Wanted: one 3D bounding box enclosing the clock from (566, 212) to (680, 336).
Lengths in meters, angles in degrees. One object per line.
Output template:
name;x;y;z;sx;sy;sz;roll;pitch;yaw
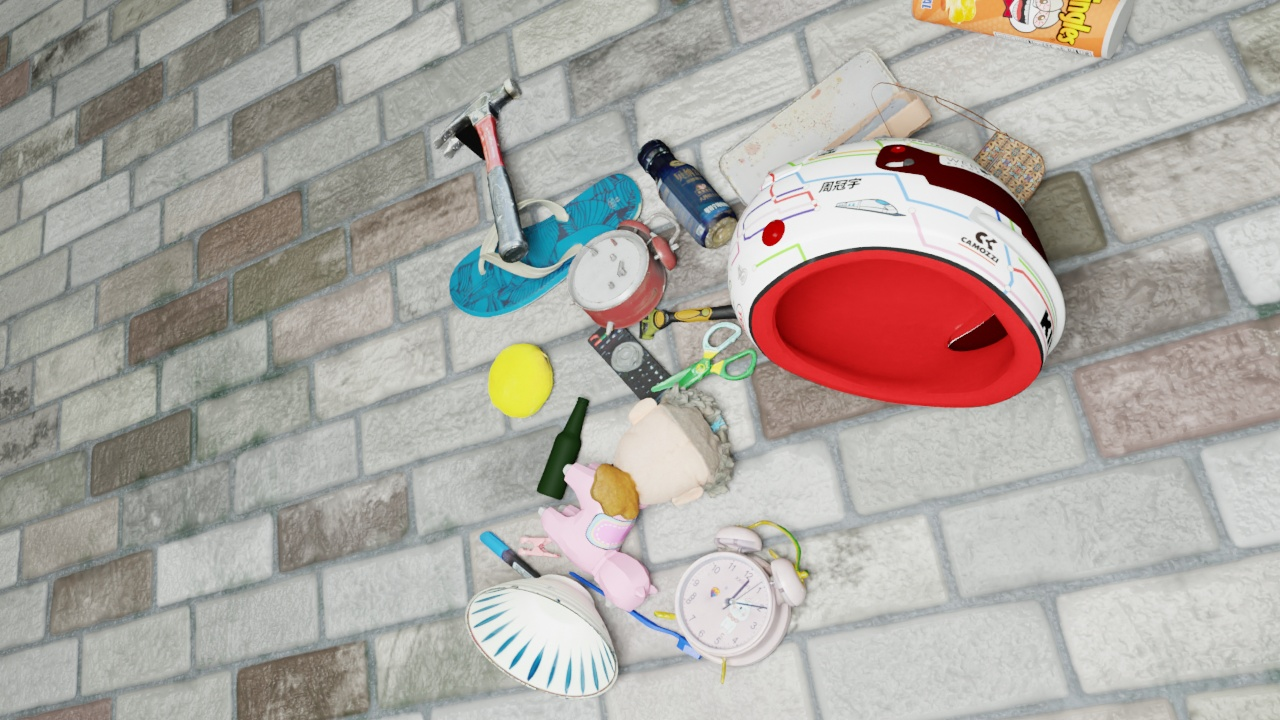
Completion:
clock;-0.019;-0.115;1.093;0.156;0.062;0.110;-49;52;-2

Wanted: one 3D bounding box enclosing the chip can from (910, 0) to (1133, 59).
chip can;0.398;-0.373;0.971;0.210;0.062;0.062;26;87;29

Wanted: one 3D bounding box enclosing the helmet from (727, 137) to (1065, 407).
helmet;0.241;-0.095;0.873;0.315;0.231;0.235;7;47;29

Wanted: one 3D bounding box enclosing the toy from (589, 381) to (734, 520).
toy;0.022;0.108;0.985;0.175;0.076;0.132;-30;82;-20

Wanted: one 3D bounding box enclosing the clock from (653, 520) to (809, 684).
clock;0.102;0.236;0.938;0.117;0.059;0.158;39;87;29

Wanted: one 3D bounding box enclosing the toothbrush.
toothbrush;-0.009;0.279;1.012;0.187;0.016;0.011;22;88;31

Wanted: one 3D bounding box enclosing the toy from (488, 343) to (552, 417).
toy;-0.150;0.024;1.138;0.094;0.041;0.095;-39;63;17

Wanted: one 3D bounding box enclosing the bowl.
bowl;-0.097;0.285;1.003;0.178;0.177;0.070;-3;34;25

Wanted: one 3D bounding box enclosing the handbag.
handbag;0.316;-0.219;0.947;0.196;0.043;0.094;39;104;5

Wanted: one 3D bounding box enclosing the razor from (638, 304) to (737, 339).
razor;0.065;-0.052;1.068;0.144;0.021;0.044;-5;73;23

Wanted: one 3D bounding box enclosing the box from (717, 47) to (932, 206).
box;0.197;-0.246;1.020;0.217;0.094;0.121;-37;22;12

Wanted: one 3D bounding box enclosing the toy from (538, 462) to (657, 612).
toy;-0.036;0.193;1.014;0.157;0.067;0.123;38;103;25

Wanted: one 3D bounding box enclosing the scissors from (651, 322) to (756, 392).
scissors;0.064;0.001;1.041;0.132;0.013;0.078;-22;71;6

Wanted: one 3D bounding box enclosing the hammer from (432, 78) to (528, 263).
hammer;-0.194;-0.237;1.189;0.141;0.036;0.325;-32;47;16

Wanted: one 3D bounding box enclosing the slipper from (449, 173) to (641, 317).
slipper;-0.132;-0.146;1.169;0.295;0.060;0.118;-29;68;16

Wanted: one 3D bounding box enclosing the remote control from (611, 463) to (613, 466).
remote control;-0.007;0.130;1.054;0.125;0.010;0.039;-16;69;21

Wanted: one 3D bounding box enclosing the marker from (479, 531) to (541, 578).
marker;-0.146;0.240;1.089;0.123;0.015;0.018;32;126;28

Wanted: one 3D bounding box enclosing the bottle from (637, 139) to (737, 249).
bottle;0.053;-0.201;1.095;0.056;0.056;0.160;-41;62;10

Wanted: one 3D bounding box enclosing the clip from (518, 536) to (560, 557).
clip;-0.118;0.213;1.080;0.059;0.022;0.039;-8;76;26

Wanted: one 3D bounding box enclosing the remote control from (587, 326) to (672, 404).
remote control;-0.006;0.006;1.083;0.045;0.021;0.140;-43;61;-1

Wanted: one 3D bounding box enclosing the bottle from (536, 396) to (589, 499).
bottle;-0.088;0.103;1.090;0.033;0.033;0.123;16;82;29
